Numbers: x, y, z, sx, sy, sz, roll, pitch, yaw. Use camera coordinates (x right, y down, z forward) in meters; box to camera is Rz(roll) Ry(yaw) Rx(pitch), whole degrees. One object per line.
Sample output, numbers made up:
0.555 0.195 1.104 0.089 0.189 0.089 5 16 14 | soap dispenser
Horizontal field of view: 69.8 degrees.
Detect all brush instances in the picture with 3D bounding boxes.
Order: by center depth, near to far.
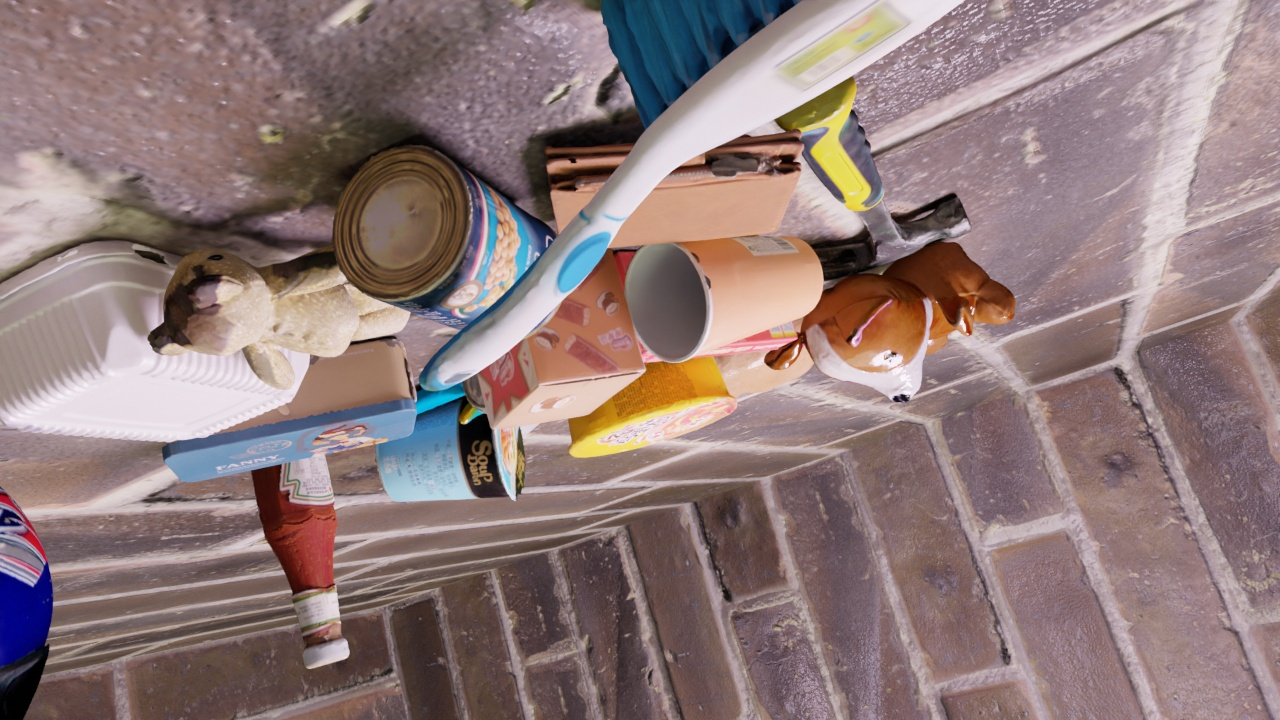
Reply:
0.002 -0.092 0.359 0.315 0.109 0.060 -26 166 33 | brush

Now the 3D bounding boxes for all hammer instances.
0.143 -0.111 0.609 0.126 0.032 0.323 -23 165 19 | hammer

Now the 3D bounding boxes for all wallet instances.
0.016 -0.091 0.503 0.132 0.031 0.108 -6 167 -1 | wallet

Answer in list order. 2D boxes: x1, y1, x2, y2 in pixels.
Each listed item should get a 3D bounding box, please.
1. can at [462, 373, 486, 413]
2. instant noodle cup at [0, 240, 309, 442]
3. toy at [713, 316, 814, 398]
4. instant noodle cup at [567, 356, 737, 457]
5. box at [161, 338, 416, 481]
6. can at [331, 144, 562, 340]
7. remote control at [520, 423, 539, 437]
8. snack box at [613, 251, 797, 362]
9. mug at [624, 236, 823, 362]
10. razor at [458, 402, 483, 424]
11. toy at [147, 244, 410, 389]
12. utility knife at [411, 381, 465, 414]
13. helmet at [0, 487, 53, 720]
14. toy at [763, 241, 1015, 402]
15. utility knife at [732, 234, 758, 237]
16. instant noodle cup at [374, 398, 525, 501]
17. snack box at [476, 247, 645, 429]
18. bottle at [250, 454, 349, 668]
-0.082 0.016 0.783 0.058 0.058 0.147 -26 164 32 | can
-0.270 0.001 0.512 0.138 0.060 0.173 -21 167 16 | instant noodle cup
0.119 -0.014 0.873 0.226 0.082 0.143 -21 169 5 | toy
-0.004 0.004 0.720 0.138 0.109 0.138 -16 165 -4 | instant noodle cup
-0.257 0.037 0.662 0.184 0.061 0.090 -14 165 -18 | box
-0.092 -0.055 0.463 0.075 0.075 0.111 -20 165 15 | can
-0.134 0.063 0.984 0.056 0.019 0.135 -9 164 -29 | remote control
0.046 -0.042 0.673 0.152 0.075 0.026 -6 164 -38 | snack box
0.060 -0.048 0.607 0.122 0.078 0.078 -14 168 -39 | mug
-0.118 0.031 0.820 0.043 0.028 0.132 -20 -178 34 | razor
-0.174 -0.032 0.485 0.105 0.066 0.157 -40 165 31 | toy
-0.228 0.050 0.825 0.237 0.018 0.034 -23 167 19 | utility knife
-0.472 0.165 0.521 0.247 0.239 0.316 27 144 -11 | helmet
0.215 -0.028 0.788 0.199 0.130 0.140 -11 166 -34 | toy
0.054 -0.092 0.611 0.033 0.015 0.163 -26 163 12 | utility knife
-0.180 0.085 0.868 0.120 0.111 0.111 -9 167 5 | instant noodle cup
-0.061 -0.016 0.609 0.077 0.094 0.093 -8 164 -31 | snack box
-0.273 0.141 0.741 0.060 0.206 0.060 -16 167 -4 | bottle
